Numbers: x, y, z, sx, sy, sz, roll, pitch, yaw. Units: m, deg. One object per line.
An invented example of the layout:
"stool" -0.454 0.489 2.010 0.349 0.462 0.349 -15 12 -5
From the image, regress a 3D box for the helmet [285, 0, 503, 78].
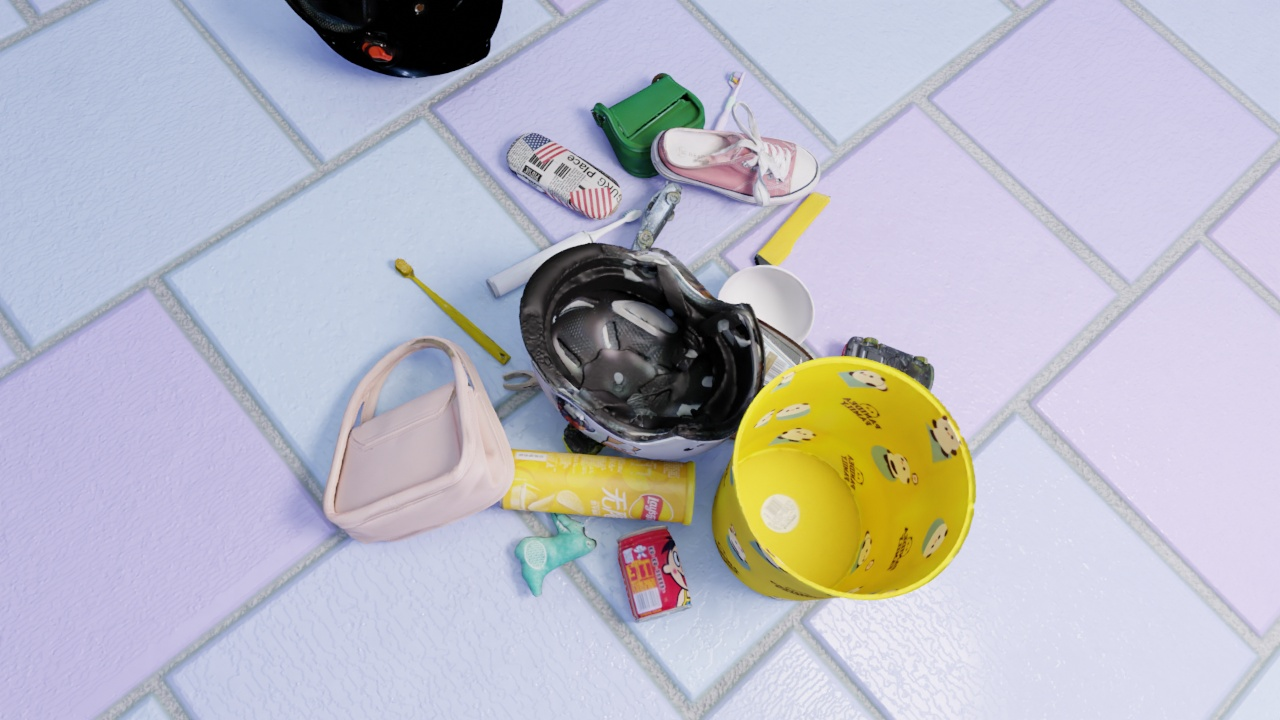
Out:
"helmet" -0.301 -0.468 1.147 0.275 0.230 0.233 -14 63 -1

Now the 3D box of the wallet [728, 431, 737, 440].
"wallet" 0.084 0.034 1.117 0.115 0.020 0.101 20 71 -1

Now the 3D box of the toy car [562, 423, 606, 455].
"toy car" -0.045 0.077 1.081 0.105 0.032 0.048 -36 77 -28

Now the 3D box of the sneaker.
"sneaker" 0.135 -0.253 1.160 0.240 0.088 0.118 5 87 -24

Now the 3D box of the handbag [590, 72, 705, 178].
"handbag" 0.014 -0.315 1.215 0.131 0.068 0.120 -31 69 -14

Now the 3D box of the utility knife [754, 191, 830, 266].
"utility knife" 0.200 -0.169 1.204 0.033 0.015 0.156 42 70 3

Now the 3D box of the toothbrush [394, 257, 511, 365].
"toothbrush" -0.231 -0.061 1.118 0.190 0.017 0.015 41 72 9

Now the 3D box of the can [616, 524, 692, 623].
"can" 0.013 0.235 1.011 0.066 0.067 0.093 -13 72 -11

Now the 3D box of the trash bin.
"trash bin" 0.186 0.146 0.960 0.229 0.256 0.229 2 70 -5

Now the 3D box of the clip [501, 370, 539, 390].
"clip" -0.107 0.011 1.098 0.102 0.035 0.095 18 74 9

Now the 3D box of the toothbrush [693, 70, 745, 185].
"toothbrush" 0.105 -0.316 1.245 0.021 0.029 0.188 35 66 -33

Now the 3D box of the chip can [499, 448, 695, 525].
"chip can" -0.047 0.140 1.022 0.213 0.072 0.072 5 70 -1

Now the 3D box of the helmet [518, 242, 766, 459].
"helmet" -0.006 0.006 1.021 0.274 0.157 0.229 24 59 2

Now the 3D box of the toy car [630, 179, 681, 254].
"toy car" 0.016 -0.175 1.166 0.037 0.054 0.120 28 71 1

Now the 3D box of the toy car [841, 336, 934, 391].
"toy car" 0.304 0.009 1.134 0.120 0.045 0.052 20 71 -5

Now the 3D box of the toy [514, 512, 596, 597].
"toy" -0.097 0.207 1.031 0.091 0.030 0.096 -19 66 -17

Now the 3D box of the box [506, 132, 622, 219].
"box" -0.098 -0.236 1.186 0.164 0.052 0.068 35 57 9

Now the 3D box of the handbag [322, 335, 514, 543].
"handbag" -0.249 0.071 1.014 0.193 0.093 0.233 -23 56 15

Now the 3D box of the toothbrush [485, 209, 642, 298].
"toothbrush" -0.092 -0.140 1.156 0.220 0.027 0.026 -30 37 -15

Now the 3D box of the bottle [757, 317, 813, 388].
"bottle" 0.111 -0.023 1.100 0.195 0.044 0.080 32 95 1

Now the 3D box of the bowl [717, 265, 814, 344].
"bowl" 0.158 -0.072 1.131 0.118 0.118 0.064 26 31 4
